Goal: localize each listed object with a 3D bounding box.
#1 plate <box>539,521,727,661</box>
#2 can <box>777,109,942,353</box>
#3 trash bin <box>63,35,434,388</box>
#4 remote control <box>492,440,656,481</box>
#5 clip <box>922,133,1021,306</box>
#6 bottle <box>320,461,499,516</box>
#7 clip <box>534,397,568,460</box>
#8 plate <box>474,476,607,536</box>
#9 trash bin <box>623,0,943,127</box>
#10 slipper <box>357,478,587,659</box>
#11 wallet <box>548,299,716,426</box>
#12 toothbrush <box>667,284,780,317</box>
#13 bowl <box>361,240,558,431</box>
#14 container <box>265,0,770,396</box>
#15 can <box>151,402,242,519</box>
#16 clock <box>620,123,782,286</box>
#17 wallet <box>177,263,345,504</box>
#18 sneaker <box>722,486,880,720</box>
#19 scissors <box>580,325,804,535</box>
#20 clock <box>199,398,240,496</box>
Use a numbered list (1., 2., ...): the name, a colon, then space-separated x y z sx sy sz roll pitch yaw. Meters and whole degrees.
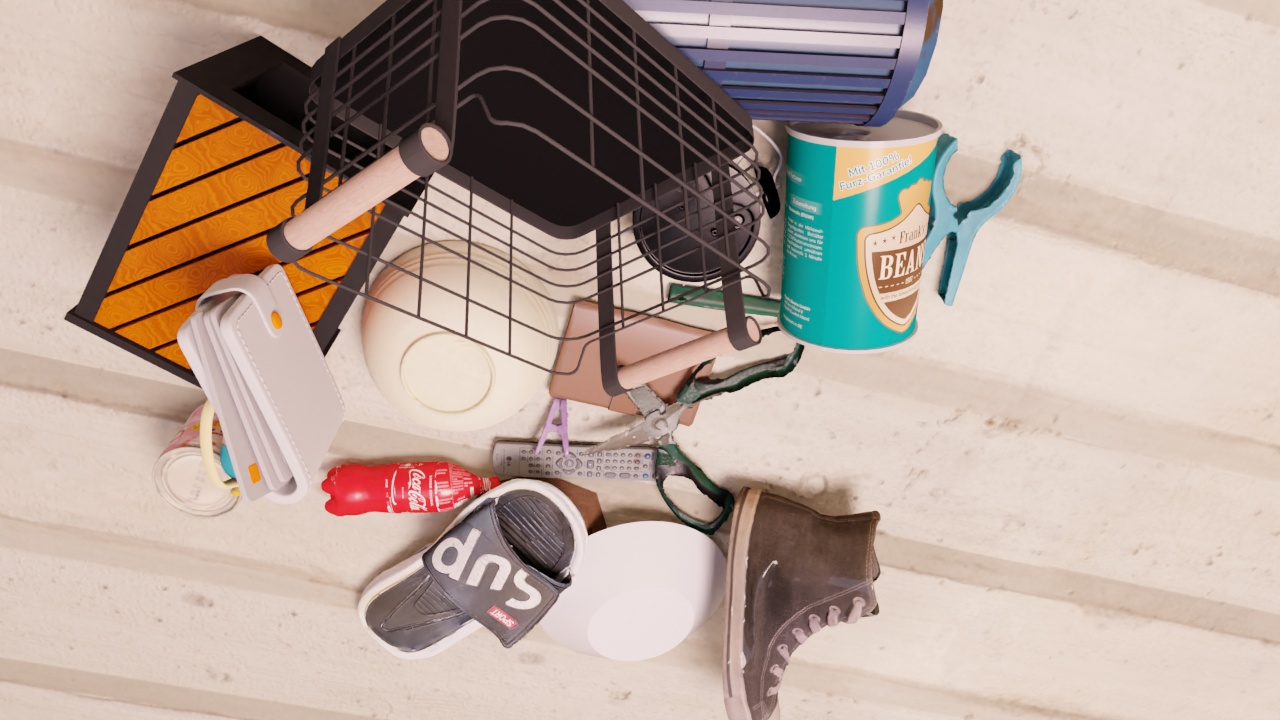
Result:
1. plate: -0.002 0.217 0.801 0.174 0.036 0.174 -6 125 -9
2. can: 0.147 -0.091 0.631 0.099 0.099 0.144 -2 117 -1
3. trash bin: -0.240 -0.086 0.597 0.139 0.139 0.172 31 112 -17
4. remote control: -0.054 0.083 0.761 0.136 0.013 0.033 4 117 -4
5. clip: 0.211 -0.108 0.666 0.120 0.030 0.130 26 113 -19
6. bottle: -0.187 0.104 0.752 0.141 0.041 0.042 -2 117 -1
7. clip: -0.070 0.054 0.740 0.029 0.013 0.050 6 95 -7
8. plate: -0.091 0.157 0.792 0.131 0.025 0.131 -1 117 -2
9. trash bin: 0.040 -0.209 0.546 0.249 0.139 0.139 1 117 -5
10. slipper: -0.145 0.190 0.760 0.265 0.063 0.111 -33 108 30
11. wallet: -0.004 0.004 0.722 0.121 0.013 0.088 13 116 -11
12. toothbrush: 0.115 -0.036 0.705 0.189 0.017 0.016 8 118 -6
13. bowl: -0.138 -0.005 0.679 0.151 0.075 0.151 -1 117 -1
14. container: -0.051 -0.086 0.486 0.163 0.130 0.241 -21 150 34
15. can: -0.330 0.075 0.712 0.067 0.076 0.067 -1 117 -2
16. clock: 0.047 -0.113 0.647 0.091 0.042 0.121 35 111 -18
17. wallet: -0.208 0.016 0.505 0.037 0.115 0.118 -14 117 5
18. sneaker: 0.135 0.226 0.767 0.120 0.095 0.235 5 96 16
19. scissors: 0.059 0.049 0.740 0.206 0.015 0.202 -34 124 8
20. clock: -0.272 0.036 0.667 0.044 0.129 0.099 12 118 12
